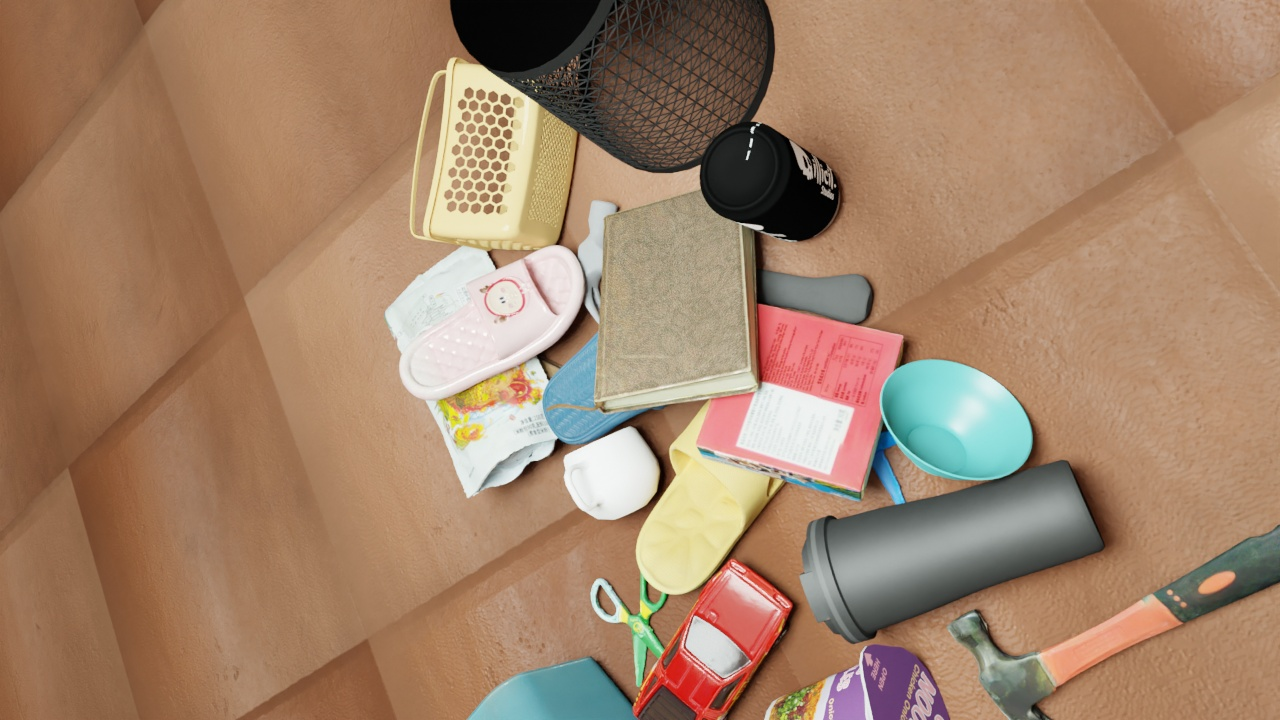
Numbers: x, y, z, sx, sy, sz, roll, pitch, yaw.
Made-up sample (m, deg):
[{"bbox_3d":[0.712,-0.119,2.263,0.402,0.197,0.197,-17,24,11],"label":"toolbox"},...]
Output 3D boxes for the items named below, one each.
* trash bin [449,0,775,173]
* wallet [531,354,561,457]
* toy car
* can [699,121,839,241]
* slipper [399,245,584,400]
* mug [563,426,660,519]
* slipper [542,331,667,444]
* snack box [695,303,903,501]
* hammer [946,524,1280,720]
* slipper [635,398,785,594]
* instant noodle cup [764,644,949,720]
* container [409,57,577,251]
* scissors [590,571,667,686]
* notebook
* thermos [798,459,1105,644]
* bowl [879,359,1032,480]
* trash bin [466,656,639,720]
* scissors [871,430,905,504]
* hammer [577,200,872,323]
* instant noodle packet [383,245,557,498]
[{"bbox_3d":[-0.028,-0.302,0.824,0.217,0.242,0.217,-1,87,31],"label":"trash bin"},{"bbox_3d":[-0.130,0.040,1.000,0.121,0.026,0.099,25,98,30],"label":"wallet"},{"bbox_3d":[0.066,0.278,0.856,0.081,0.056,0.189,35,103,19],"label":"toy car"},{"bbox_3d":[0.115,-0.150,0.790,0.080,0.145,0.080,-1,87,31],"label":"can"},{"bbox_3d":[-0.153,-0.037,0.942,0.221,0.056,0.106,-34,61,2],"label":"slipper"},{"bbox_3d":[-0.033,0.115,0.883,0.090,0.123,0.076,-27,85,27],"label":"mug"},{"bbox_3d":[-0.005,0.005,0.887,0.214,0.059,0.103,-33,73,20],"label":"slipper"},{"bbox_3d":[0.137,0.032,0.789,0.145,0.040,0.142,14,72,19],"label":"snack box"},{"bbox_3d":[0.404,0.175,0.676,0.334,0.033,0.133,-40,68,23],"label":"hammer"},{"bbox_3d":[0.073,0.107,0.847,0.099,0.078,0.264,37,105,23],"label":"slipper"},{"bbox_3d":[0.171,0.307,0.764,0.122,0.121,0.137,-29,101,36],"label":"instant noodle cup"},{"bbox_3d":[-0.167,-0.211,0.971,0.167,0.129,0.183,10,94,24],"label":"container"},{"bbox_3d":[-0.008,0.268,0.926,0.117,0.012,0.129,3,91,27],"label":"scissors"},{"bbox_3d":[0.012,-0.054,0.834,0.190,0.034,0.215,-11,57,19],"label":"notebook"},{"bbox_3d":[0.244,0.149,0.735,0.219,0.105,0.105,-24,76,23],"label":"thermos"},{"bbox_3d":[0.249,0.059,0.746,0.121,0.120,0.046,41,145,25],"label":"bowl"},{"bbox_3d":[-0.064,0.420,0.861,0.197,0.199,0.218,-51,59,19],"label":"trash bin"},{"bbox_3d":[0.199,0.074,0.810,0.130,0.013,0.125,-33,73,25],"label":"scissors"},{"bbox_3d":[0.069,-0.076,0.885,0.311,0.029,0.125,13,94,30],"label":"hammer"},{"bbox_3d":[-0.184,0.002,0.990,0.147,0.057,0.269,-35,64,9],"label":"instant noodle packet"}]
